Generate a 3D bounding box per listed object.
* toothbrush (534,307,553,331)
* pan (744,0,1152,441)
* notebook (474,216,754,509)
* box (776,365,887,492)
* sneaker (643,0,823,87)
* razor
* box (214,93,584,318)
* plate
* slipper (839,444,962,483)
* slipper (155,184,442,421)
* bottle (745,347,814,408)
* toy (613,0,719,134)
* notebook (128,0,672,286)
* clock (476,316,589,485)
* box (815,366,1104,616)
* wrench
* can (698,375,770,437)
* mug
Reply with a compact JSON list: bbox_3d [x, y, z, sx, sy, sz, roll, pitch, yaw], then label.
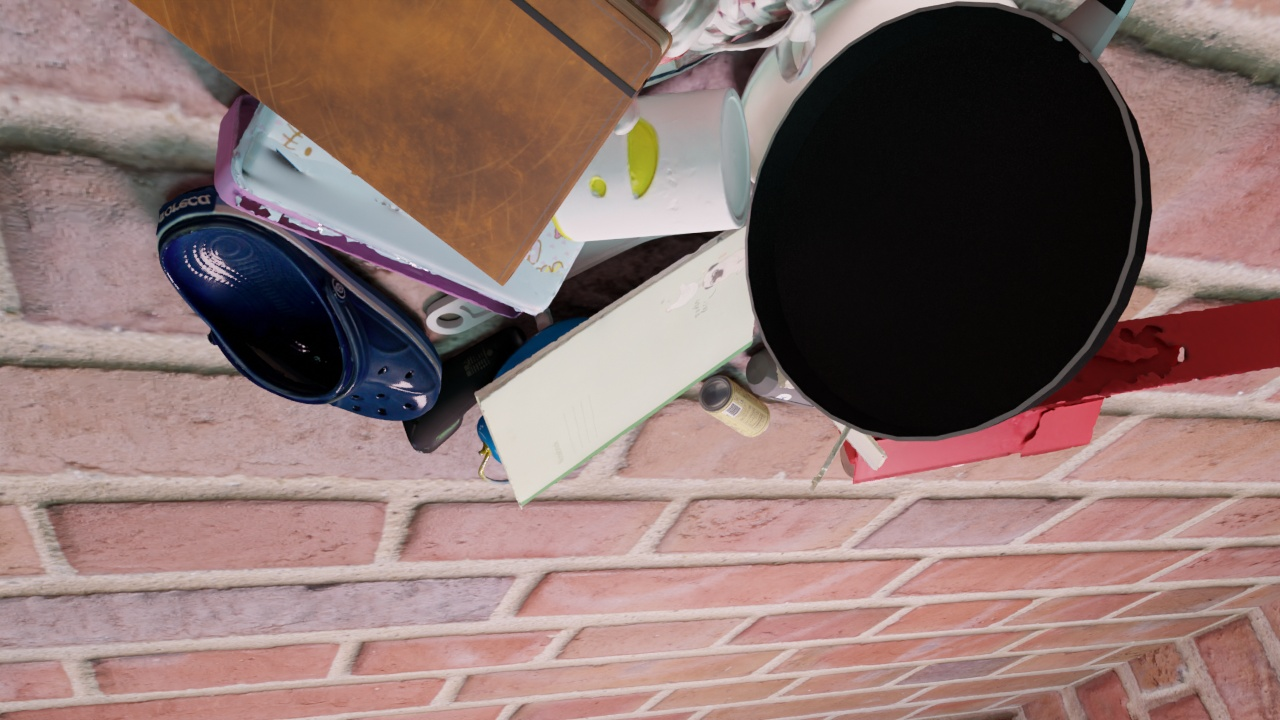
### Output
[{"bbox_3d":[-0.069,0.010,0.798,0.016,0.016,0.181,-12,149,0],"label":"toothbrush"},{"bbox_3d":[0.182,-0.115,0.452,0.034,0.225,0.357,3,135,-42],"label":"pan"},{"bbox_3d":[-0.004,0.004,0.711,0.252,0.010,0.182,-34,153,-17],"label":"notebook"},{"bbox_3d":[0.133,0.000,0.662,0.069,0.191,0.143,-7,164,7],"label":"box"},{"bbox_3d":[0.065,-0.196,0.454,0.242,0.087,0.118,-28,144,23],"label":"sneaker"},{"bbox_3d":[-0.146,0.022,0.769,0.152,0.054,0.067,-36,156,22],"label":"razor"},{"bbox_3d":[-0.137,-0.089,0.548,0.214,0.077,0.096,23,161,-41],"label":"box"},{"bbox_3d":[0.144,-0.169,0.572,0.182,0.034,0.183,-8,148,-6],"label":"plate"},{"bbox_3d":[0.304,0.059,0.927,0.064,0.094,0.240,16,145,-30],"label":"slipper"},{"bbox_3d":[-0.234,-0.014,0.637,0.105,0.095,0.253,-22,143,10],"label":"slipper"},{"bbox_3d":[0.148,0.018,0.854,0.112,0.047,0.047,13,140,-34],"label":"bottle"},{"bbox_3d":[-0.050,-0.153,0.432,0.195,0.084,0.159,4,134,31],"label":"toy"},{"bbox_3d":[-0.122,-0.161,0.394,0.249,0.014,0.179,38,135,-7],"label":"notebook"},{"bbox_3d":[-0.073,0.039,0.750,0.161,0.060,0.116,-48,154,10],"label":"clock"},{"bbox_3d":[0.274,0.088,0.869,0.213,0.152,0.326,-10,133,-4],"label":"box"},{"bbox_3d":[-0.051,-0.083,0.659,0.274,0.018,0.086,-23,146,19],"label":"wrench"},{"bbox_3d":[0.092,0.045,0.884,0.038,0.038,0.079,-28,144,24],"label":"can"},{"bbox_3d":[0.005,-0.114,0.540,0.106,0.082,0.082,-1,152,19],"label":"mug"}]
